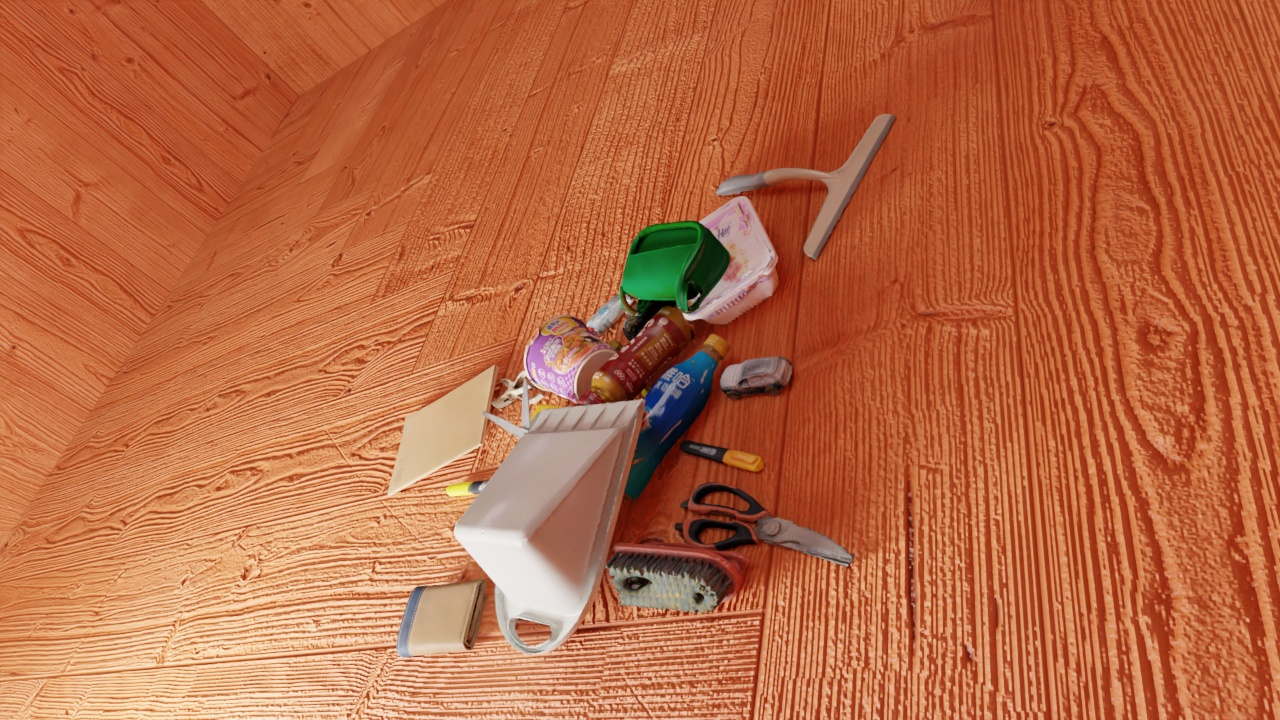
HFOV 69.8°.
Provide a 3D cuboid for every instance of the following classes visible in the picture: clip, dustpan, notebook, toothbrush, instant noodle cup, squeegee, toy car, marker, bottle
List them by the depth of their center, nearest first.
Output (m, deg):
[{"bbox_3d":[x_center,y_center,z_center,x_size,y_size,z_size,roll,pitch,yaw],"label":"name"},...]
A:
[{"bbox_3d":[0.088,0.104,1.020,0.124,0.015,0.018,8,56,50],"label":"marker"},{"bbox_3d":[-0.094,0.188,1.049,0.223,0.142,0.257,-8,34,52],"label":"dustpan"},{"bbox_3d":[0.130,0.018,1.050,0.091,0.034,0.042,-10,52,40],"label":"toy car"},{"bbox_3d":[0.031,0.062,1.075,0.218,0.065,0.065,-51,36,-11],"label":"bottle"},{"bbox_3d":[-0.007,0.007,1.146,0.174,0.057,0.057,-45,34,-20],"label":"bottle"},{"bbox_3d":[0.111,-0.119,1.182,0.138,0.060,0.173,-33,36,16],"label":"instant noodle cup"},{"bbox_3d":[-0.004,0.022,1.189,0.016,0.016,0.190,-41,36,3],"label":"toothbrush"},{"bbox_3d":[-0.082,0.007,1.211,0.111,0.111,0.099,-50,45,-8],"label":"instant noodle cup"},{"bbox_3d":[0.016,-0.067,1.230,0.105,0.049,0.031,-52,38,-12],"label":"toy car"},{"bbox_3d":[0.187,-0.245,1.250,0.247,0.039,0.246,9,61,48],"label":"squeegee"},{"bbox_3d":[-0.217,0.173,1.250,0.124,0.015,0.018,-11,48,34],"label":"marker"},{"bbox_3d":[-0.176,0.041,1.327,0.101,0.035,0.075,-17,44,45],"label":"clip"},{"bbox_3d":[-0.298,0.106,1.378,0.212,0.012,0.149,-29,39,30],"label":"notebook"}]

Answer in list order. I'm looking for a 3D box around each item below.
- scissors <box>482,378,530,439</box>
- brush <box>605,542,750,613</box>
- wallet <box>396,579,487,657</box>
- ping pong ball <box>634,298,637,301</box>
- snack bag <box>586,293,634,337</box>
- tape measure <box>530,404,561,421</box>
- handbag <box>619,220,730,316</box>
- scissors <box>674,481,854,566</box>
[{"bbox_3d":[-0.143,0.107,1.197,0.163,0.012,0.175,1,75,24],"label":"scissors"},{"bbox_3d":[0.040,0.213,0.926,0.146,0.063,0.069,-6,21,40],"label":"brush"},{"bbox_3d":[-0.242,0.314,1.119,0.115,0.033,0.090,-16,47,32],"label":"wallet"},{"bbox_3d":[0.009,-0.096,1.272,0.040,0.040,0.040,-26,40,24],"label":"ping pong ball"},{"bbox_3d":[-0.044,-0.066,1.307,0.105,0.026,0.045,-46,27,-4],"label":"snack bag"},{"bbox_3d":[-0.122,0.087,1.229,0.060,0.029,0.057,2,55,44],"label":"tape measure"},{"bbox_3d":[0.039,-0.110,1.143,0.131,0.068,0.120,5,66,45],"label":"handbag"},{"bbox_3d":[0.116,0.181,0.917,0.177,0.015,0.210,-36,36,9],"label":"scissors"}]
